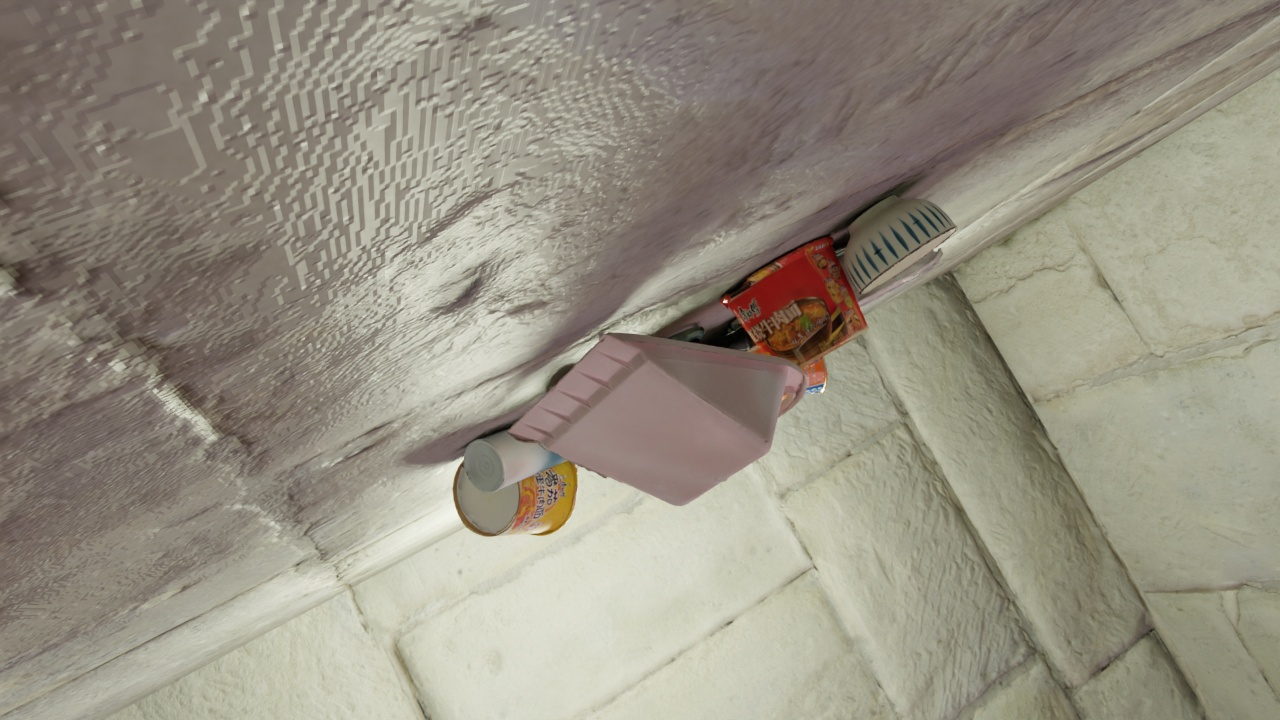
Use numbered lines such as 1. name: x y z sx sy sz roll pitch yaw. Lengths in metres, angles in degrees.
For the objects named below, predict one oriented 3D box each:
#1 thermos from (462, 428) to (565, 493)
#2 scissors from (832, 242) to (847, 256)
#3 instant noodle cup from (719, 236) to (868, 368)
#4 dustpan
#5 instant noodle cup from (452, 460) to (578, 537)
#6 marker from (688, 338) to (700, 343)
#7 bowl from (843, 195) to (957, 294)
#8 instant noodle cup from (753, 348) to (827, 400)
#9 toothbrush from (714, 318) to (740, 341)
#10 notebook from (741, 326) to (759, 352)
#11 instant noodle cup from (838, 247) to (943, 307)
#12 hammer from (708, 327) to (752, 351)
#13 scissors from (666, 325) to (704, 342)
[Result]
1. thermos: -0.118 0.099 1.124 0.070 0.070 0.219 -33 172 36
2. scissors: 0.272 -0.144 1.134 0.160 0.014 0.180 -31 172 24
3. instant noodle cup: 0.174 -0.054 0.991 0.138 0.108 0.138 -29 174 -4
4. dustpan: 0.032 0.039 0.949 0.223 0.273 0.138 -38 -154 46
5. instant noodle cup: -0.166 0.164 1.178 0.138 0.138 0.109 -32 164 25
6. marker: 0.016 0.009 1.064 0.124 0.015 0.018 -32 138 10
7. bowl: 0.257 -0.127 0.944 0.116 0.066 0.116 -32 171 -6
8. instant noodle cup: 0.216 0.000 1.476 0.111 0.151 0.151 -19 172 -8
9. toothbrush: 0.132 -0.046 1.283 0.016 0.018 0.192 -28 174 -14
10. notebook: 0.167 -0.039 1.331 0.212 0.012 0.149 -33 -169 31
11. instant noodle cup: 0.260 -0.101 1.081 0.174 0.060 0.137 -31 -179 27
12. hammer: 0.018 0.033 1.290 0.301 0.033 0.128 -27 175 16
13. scissors: -0.007 0.007 1.095 0.169 0.019 0.181 -24 173 -47
